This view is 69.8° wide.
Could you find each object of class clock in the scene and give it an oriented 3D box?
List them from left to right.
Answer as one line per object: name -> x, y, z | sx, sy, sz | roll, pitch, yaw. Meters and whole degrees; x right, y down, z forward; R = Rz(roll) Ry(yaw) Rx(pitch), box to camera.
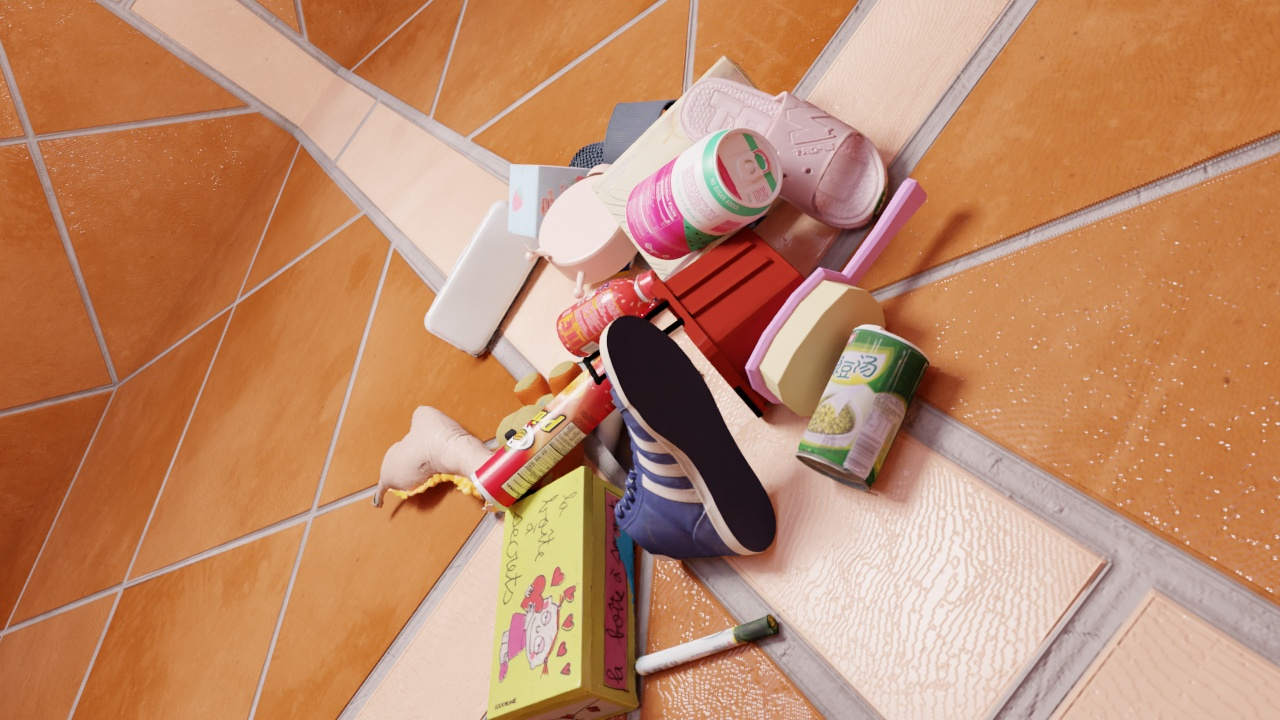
clock -> -0.062, -0.167, 1.112 | 0.160, 0.086, 0.131 | -45, 46, -6

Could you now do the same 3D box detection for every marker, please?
marker -> 0.052, 0.242, 0.773 | 0.147, 0.017, 0.017 | -29, 44, 31

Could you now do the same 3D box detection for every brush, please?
brush -> 0.183, -0.055, 0.794 | 0.229, 0.089, 0.043 | -54, 41, 3

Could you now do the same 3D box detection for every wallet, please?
wallet -> -0.011, 0.060, 0.962 | 0.115, 0.018, 0.092 | 49, 120, 50

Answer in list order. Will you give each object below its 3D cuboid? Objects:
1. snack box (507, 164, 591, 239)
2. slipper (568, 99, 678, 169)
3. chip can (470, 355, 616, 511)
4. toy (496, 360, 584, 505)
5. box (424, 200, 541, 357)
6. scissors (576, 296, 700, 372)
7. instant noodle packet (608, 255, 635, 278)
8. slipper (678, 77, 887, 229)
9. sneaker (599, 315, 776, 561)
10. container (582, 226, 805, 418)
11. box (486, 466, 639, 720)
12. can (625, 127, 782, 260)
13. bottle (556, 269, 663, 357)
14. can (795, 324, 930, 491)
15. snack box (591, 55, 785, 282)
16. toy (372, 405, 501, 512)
snack box -> -0.115, -0.209, 1.206 | 0.079, 0.094, 0.093 | 20, 110, 52
slipper -> -0.025, -0.284, 1.202 | 0.264, 0.082, 0.101 | -7, 60, 46
chip can -> -0.076, 0.061, 0.930 | 0.215, 0.052, 0.052 | -43, 38, 1
toy -> -0.107, 0.088, 1.013 | 0.112, 0.096, 0.175 | -19, 61, 39
box -> -0.221, -0.116, 1.272 | 0.130, 0.105, 0.211 | 18, 76, 56
scissors -> -0.004, -0.005, 1.003 | 0.179, 0.015, 0.197 | 39, 114, 38
instant noodle packet -> -0.032, -0.159, 1.159 | 0.087, 0.026, 0.134 | -7, 58, 40
slipper -> 0.134, -0.215, 0.902 | 0.239, 0.064, 0.094 | 34, 100, 22
sneaker -> 0.009, 0.078, 0.801 | 0.119, 0.233, 0.091 | -26, 15, 44
container -> 0.063, -0.017, 0.865 | 0.201, 0.127, 0.148 | -40, 38, 4
box -> -0.071, 0.225, 0.870 | 0.125, 0.082, 0.220 | -29, 46, 32
can -> 0.057, -0.157, 0.882 | 0.166, 0.088, 0.088 | -19, 48, 60
bottle -> -0.031, -0.059, 1.055 | 0.138, 0.062, 0.061 | -30, 44, 29
can -> 0.180, 0.038, 0.744 | 0.067, 0.067, 0.121 | 16, 76, 52
snack box -> 0.069, -0.200, 0.995 | 0.208, 0.055, 0.153 | -41, 73, 18
toy -> -0.238, 0.147, 1.139 | 0.264, 0.065, 0.196 | 28, 93, 47
